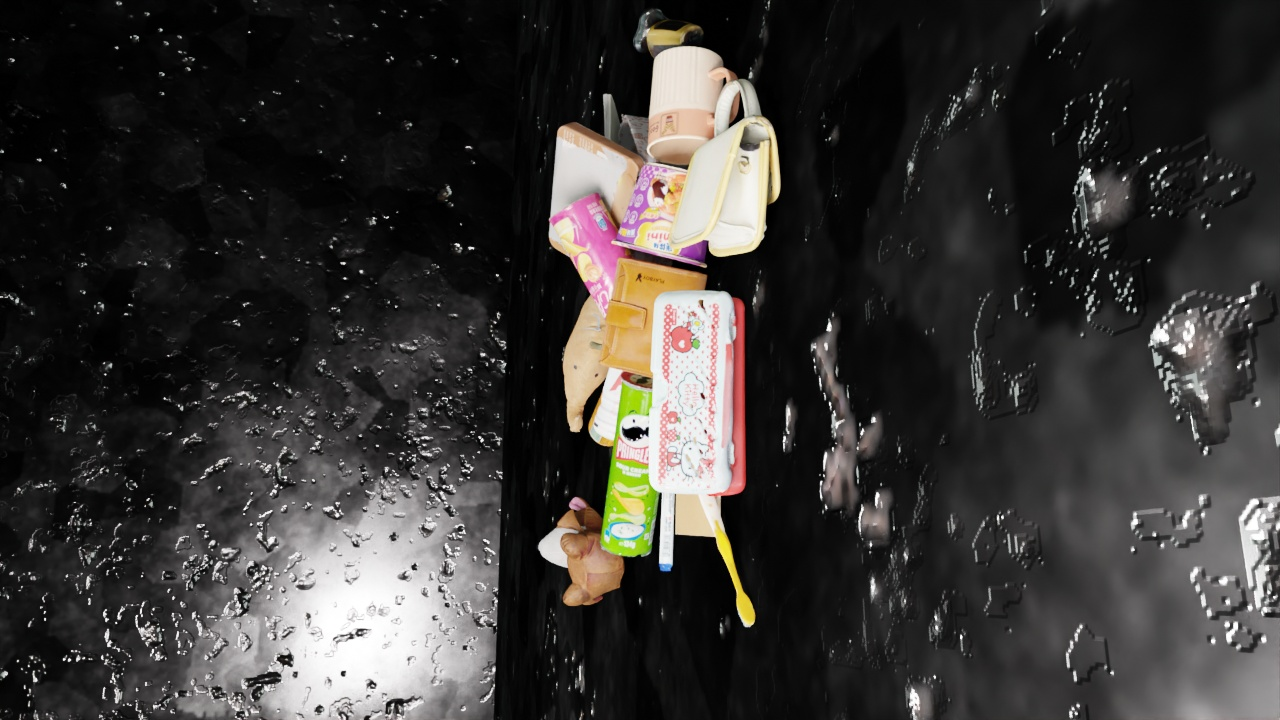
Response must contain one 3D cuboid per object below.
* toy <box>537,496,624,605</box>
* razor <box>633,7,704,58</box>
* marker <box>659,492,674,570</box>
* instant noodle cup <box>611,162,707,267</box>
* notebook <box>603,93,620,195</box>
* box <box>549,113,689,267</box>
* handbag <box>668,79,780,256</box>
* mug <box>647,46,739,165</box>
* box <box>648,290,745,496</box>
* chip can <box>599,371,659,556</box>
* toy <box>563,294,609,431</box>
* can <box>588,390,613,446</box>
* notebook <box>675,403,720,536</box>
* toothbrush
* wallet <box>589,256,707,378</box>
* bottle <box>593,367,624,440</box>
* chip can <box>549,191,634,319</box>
[{"bbox_3d":[-0.092,0.291,1.398,0.199,0.130,0.140,-105,16,-77],"label":"toy"},{"bbox_3d":[0.038,-0.415,1.166,0.068,0.062,0.167,67,172,-25],"label":"razor"},{"bbox_3d":[0.033,0.181,1.114,0.017,0.017,0.145,164,109,-75],"label":"marker"},{"bbox_3d":[0.032,-0.165,1.033,0.111,0.111,0.099,-138,61,-72],"label":"instant noodle cup"},{"bbox_3d":[-0.036,-0.280,1.361,0.209,0.012,0.150,57,-147,-79],"label":"notebook"},{"bbox_3d":[-0.036,-0.204,1.169,0.150,0.168,0.182,-102,21,-51],"label":"box"},{"bbox_3d":[0.091,-0.193,0.902,0.163,0.063,0.178,-170,93,-76],"label":"handbag"},{"bbox_3d":[0.061,-0.283,1.008,0.115,0.081,0.106,-6,78,49],"label":"mug"},{"bbox_3d":[0.051,0.032,0.912,0.095,0.099,0.201,148,125,-72],"label":"box"},{"bbox_3d":[-0.003,0.132,1.162,0.072,0.072,0.236,-121,37,-66],"label":"chip can"},{"bbox_3d":[-0.067,-0.011,1.304,0.144,0.082,0.225,92,-162,-57],"label":"toy"},{"bbox_3d":[-0.033,0.068,1.319,0.146,0.058,0.058,115,154,-56],"label":"can"},{"bbox_3d":[0.064,0.092,1.032,0.148,0.008,0.207,146,126,-73],"label":"notebook"},{"bbox_3d":[0.080,0.180,0.910,0.191,0.016,0.018,-108,17,-45],"label":"toothbrush"},{"bbox_3d":[0.008,-0.047,1.062,0.035,0.119,0.131,-37,-41,-77],"label":"wallet"},{"bbox_3d":[-0.007,0.007,1.199,0.068,0.068,0.197,-131,54,-70],"label":"bottle"},{"bbox_3d":[-0.031,-0.095,1.113,0.210,0.071,0.071,61,166,-4],"label":"chip can"}]
